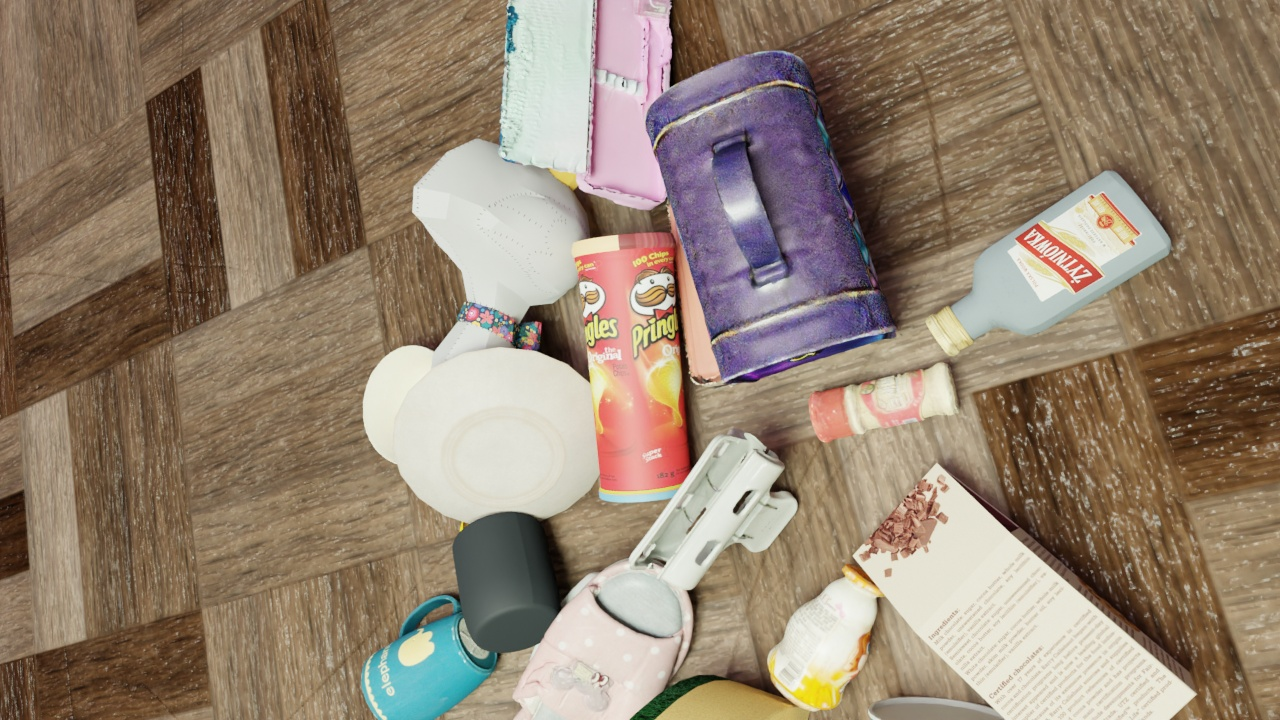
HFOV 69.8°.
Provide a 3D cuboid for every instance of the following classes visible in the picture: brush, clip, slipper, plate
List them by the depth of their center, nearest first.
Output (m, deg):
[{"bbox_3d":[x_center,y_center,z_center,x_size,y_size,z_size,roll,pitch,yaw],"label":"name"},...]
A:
[{"bbox_3d":[0.038,0.365,0.659,0.075,0.194,0.250,10,89,28],"label":"brush"},{"bbox_3d":[0.066,0.116,0.704,0.081,0.147,0.125,45,105,32],"label":"clip"},{"bbox_3d":[-0.047,0.285,0.772,0.114,0.054,0.275,29,105,-2],"label":"slipper"},{"bbox_3d":[-0.119,0.077,0.795,0.189,0.188,0.027,-45,26,16],"label":"plate"}]

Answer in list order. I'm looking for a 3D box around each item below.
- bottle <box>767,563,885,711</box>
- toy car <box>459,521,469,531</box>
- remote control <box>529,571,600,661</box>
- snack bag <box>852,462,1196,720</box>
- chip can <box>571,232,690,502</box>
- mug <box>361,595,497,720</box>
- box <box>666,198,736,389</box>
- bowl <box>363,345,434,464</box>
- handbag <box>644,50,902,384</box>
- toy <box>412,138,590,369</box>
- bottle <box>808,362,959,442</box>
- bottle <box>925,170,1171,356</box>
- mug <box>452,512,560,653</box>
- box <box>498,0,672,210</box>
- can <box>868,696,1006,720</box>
[{"bbox_3d":[0.144,0.208,0.695,0.063,0.063,0.108,33,99,27],"label":"bottle"},{"bbox_3d":[-0.151,0.140,0.880,0.049,0.030,0.107,-4,84,27],"label":"toy car"},{"bbox_3d":[-0.054,0.244,0.816,0.060,0.028,0.114,39,102,25],"label":"remote control"},{"bbox_3d":[0.255,0.176,0.636,0.206,0.069,0.094,44,104,25],"label":"snack bag"},{"bbox_3d":[-0.005,0.004,0.766,0.087,0.086,0.213,-4,93,27],"label":"chip can"},{"bbox_3d":[-0.195,0.276,0.866,0.104,0.084,0.112,-33,41,14],"label":"mug"},{"bbox_3d":[0.052,-0.068,0.788,0.058,0.053,0.186,-28,67,56],"label":"box"},{"bbox_3d":[-0.208,0.046,0.901,0.115,0.062,0.115,-4,82,27],"label":"bowl"},{"bbox_3d":[0.095,-0.090,0.660,0.126,0.222,0.204,-19,77,16],"label":"handbag"},{"bbox_3d":[-0.124,-0.084,0.811,0.141,0.247,0.267,16,70,30],"label":"toy"},{"bbox_3d":[0.186,0.033,0.705,0.109,0.044,0.044,-16,77,24],"label":"bottle"},{"bbox_3d":[0.284,-0.060,0.661,0.161,0.046,0.072,-36,69,20],"label":"bottle"},{"bbox_3d":[-0.118,0.210,0.819,0.122,0.085,0.094,96,160,-44],"label":"mug"},{"bbox_3d":[-0.045,-0.256,0.789,0.035,0.159,0.230,-17,67,55],"label":"box"},{"bbox_3d":[0.207,0.317,0.629,0.099,0.099,0.144,-2,83,28],"label":"can"}]
